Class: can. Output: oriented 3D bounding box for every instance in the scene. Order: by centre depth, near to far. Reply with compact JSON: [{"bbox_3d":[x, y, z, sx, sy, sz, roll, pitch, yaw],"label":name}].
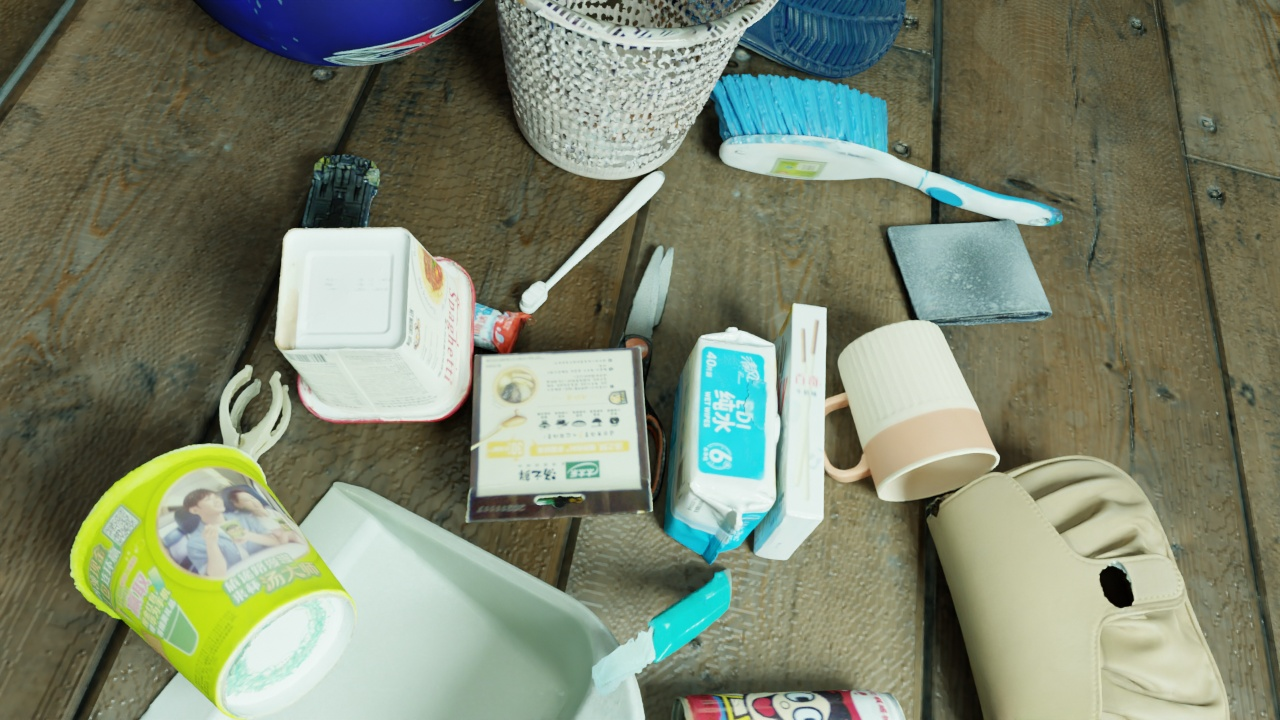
[{"bbox_3d":[0.087,0.225,0.545,0.132,0.053,0.053,1,61,-9],"label":"can"}]

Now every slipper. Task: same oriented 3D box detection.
[{"bbox_3d":[0.118,-0.327,0.836,0.252,0.105,0.095,8,18,-21],"label":"slipper"}]

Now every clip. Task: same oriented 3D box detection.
[{"bbox_3d":[-0.256,0.055,0.594,0.074,0.035,0.100,14,65,-3],"label":"clip"}]

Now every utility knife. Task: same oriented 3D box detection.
[{"bbox_3d":[0.019,0.147,0.514,0.013,0.219,0.029,-6,86,21],"label":"utility knife"}]

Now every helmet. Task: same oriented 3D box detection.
[{"bbox_3d":[-0.214,-0.368,0.712,0.240,0.248,0.314,31,54,10],"label":"helmet"}]

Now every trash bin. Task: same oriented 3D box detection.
[{"bbox_3d":[-0.019,-0.256,0.710,0.227,0.193,0.227,4,61,-8],"label":"trash bin"}]

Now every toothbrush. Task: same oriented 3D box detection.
[{"bbox_3d":[-0.035,-0.099,0.724,0.016,0.016,0.179,37,62,9],"label":"toothbrush"}]

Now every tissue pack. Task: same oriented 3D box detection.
[{"bbox_3d":[0.055,0.056,0.612,0.063,0.090,0.139,9,60,-5],"label":"tissue pack"}]

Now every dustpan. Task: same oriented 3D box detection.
[{"bbox_3d":[-0.132,0.189,0.480,0.258,0.143,0.222,31,61,6],"label":"dustpan"}]

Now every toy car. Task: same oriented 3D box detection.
[{"bbox_3d":[-0.226,-0.110,0.689,0.049,0.031,0.105,4,59,-6],"label":"toy car"}]

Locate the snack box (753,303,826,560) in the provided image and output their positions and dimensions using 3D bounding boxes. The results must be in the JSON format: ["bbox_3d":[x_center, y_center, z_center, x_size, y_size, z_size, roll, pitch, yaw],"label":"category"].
[{"bbox_3d":[0.103,0.048,0.627,0.027,0.085,0.156,9,60,-3],"label":"snack box"}]

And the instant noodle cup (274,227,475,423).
[{"bbox_3d":[-0.170,-0.025,0.583,0.116,0.124,0.116,-1,76,-2],"label":"instant noodle cup"}]

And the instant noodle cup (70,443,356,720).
[{"bbox_3d":[-0.222,0.124,0.496,0.123,0.112,0.111,33,60,29],"label":"instant noodle cup"}]

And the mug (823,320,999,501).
[{"bbox_3d":[0.179,0.041,0.655,0.115,0.081,0.105,-20,61,13],"label":"mug"}]

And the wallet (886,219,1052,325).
[{"bbox_3d":[0.271,-0.074,0.763,0.120,0.019,0.097,-3,60,-10],"label":"wallet"}]

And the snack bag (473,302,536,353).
[{"bbox_3d":[-0.130,-0.030,0.665,0.105,0.026,0.045,18,67,4],"label":"snack bag"}]

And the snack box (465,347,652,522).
[{"bbox_3d":[-0.052,0.053,0.596,0.113,0.053,0.125,-3,59,-2],"label":"snack box"}]

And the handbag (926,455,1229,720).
[{"bbox_3d":[0.278,0.159,0.587,0.147,0.100,0.204,-3,59,-8],"label":"handbag"}]

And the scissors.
[{"bbox_3d":[-0.021,0.000,0.669,0.139,0.022,0.234,-2,62,-10],"label":"scissors"}]

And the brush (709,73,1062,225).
[{"bbox_3d":[0.213,-0.176,0.792,0.314,0.061,0.109,3,67,-11],"label":"brush"}]
